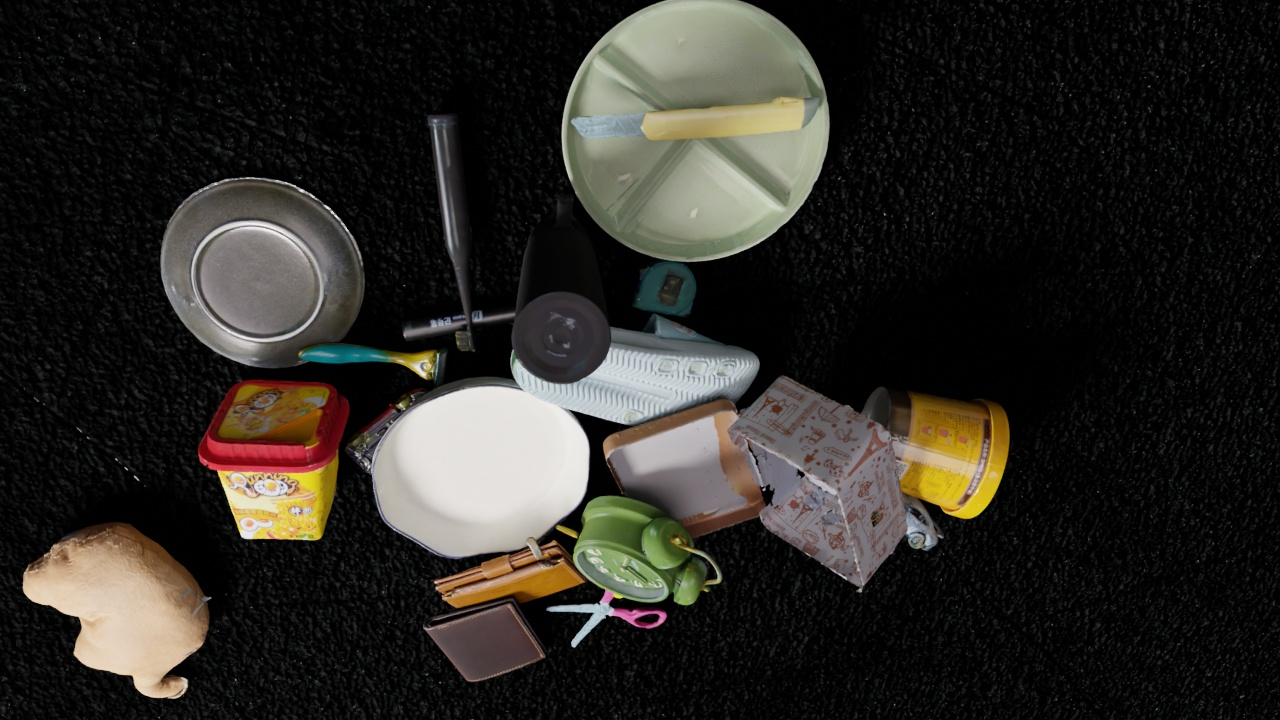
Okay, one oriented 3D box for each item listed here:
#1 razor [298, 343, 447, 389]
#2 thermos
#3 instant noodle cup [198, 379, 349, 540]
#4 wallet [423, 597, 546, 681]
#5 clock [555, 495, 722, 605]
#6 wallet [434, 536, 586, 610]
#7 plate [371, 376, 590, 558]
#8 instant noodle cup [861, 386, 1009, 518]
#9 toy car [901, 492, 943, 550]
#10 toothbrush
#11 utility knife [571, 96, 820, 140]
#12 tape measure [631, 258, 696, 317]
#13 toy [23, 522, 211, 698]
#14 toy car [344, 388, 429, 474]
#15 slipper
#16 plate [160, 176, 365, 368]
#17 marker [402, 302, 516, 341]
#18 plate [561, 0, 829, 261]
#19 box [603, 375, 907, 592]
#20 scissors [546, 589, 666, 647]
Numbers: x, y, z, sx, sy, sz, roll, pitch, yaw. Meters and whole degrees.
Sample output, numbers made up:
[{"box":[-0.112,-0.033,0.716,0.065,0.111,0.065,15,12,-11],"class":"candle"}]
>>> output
[{"box":[-0.249,-0.001,0.857,0.132,0.028,0.043,6,118,-12],"class":"razor"},{"box":[-0.065,-0.070,0.730,0.068,0.242,0.090,0,113,-6],"class":"thermos"},{"box":[-0.333,0.096,0.853,0.116,0.116,0.124,2,124,-7],"class":"instant noodle cup"},{"box":[-0.161,0.296,0.969,0.096,0.020,0.122,-18,135,1],"class":"wallet"},{"box":[0.005,0.189,0.897,0.161,0.056,0.116,1,139,30],"class":"clock"},{"box":[-0.131,0.223,0.931,0.131,0.035,0.119,-18,147,3],"class":"wallet"},{"box":[-0.151,0.100,0.880,0.204,0.045,0.205,-8,124,-12],"class":"plate"},{"box":[0.278,0.084,0.897,0.114,0.118,0.119,15,110,-3],"class":"instant noodle cup"},{"box":[0.265,0.149,0.952,0.120,0.054,0.037,39,107,-17],"class":"toy car"},{"box":[-0.163,-0.109,0.813,0.027,0.026,0.213,-2,108,3],"class":"toothbrush"},{"box":[0.047,-0.199,0.762,0.208,0.021,0.031,-7,119,-9],"class":"utility knife"},{"box":[0.024,-0.068,0.856,0.058,0.025,0.055,10,112,-10],"class":"tape measure"},{"box":[-0.503,0.261,0.921,0.143,0.082,0.226,-17,116,7],"class":"toy"},{"box":[-0.233,0.067,0.885,0.106,0.031,0.049,-38,115,11],"class":"toy car"},{"box":[-0.005,0.005,0.855,0.245,0.074,0.104,10,126,-27],"class":"slipper"},{"box":[-0.340,-0.073,0.823,0.179,0.024,0.180,-2,113,-4],"class":"plate"},{"box":[-0.156,-0.038,0.857,0.132,0.020,0.022,-9,142,-2],"class":"marker"},{"box":[0.047,-0.195,0.792,0.230,0.027,0.231,-2,120,-4],"class":"plate"},{"box":[0.113,0.114,0.877,0.272,0.132,0.179,1,139,23],"class":"box"},{"box":[-0.032,0.271,0.998,0.131,0.017,0.133,29,111,-18],"class":"scissors"}]
